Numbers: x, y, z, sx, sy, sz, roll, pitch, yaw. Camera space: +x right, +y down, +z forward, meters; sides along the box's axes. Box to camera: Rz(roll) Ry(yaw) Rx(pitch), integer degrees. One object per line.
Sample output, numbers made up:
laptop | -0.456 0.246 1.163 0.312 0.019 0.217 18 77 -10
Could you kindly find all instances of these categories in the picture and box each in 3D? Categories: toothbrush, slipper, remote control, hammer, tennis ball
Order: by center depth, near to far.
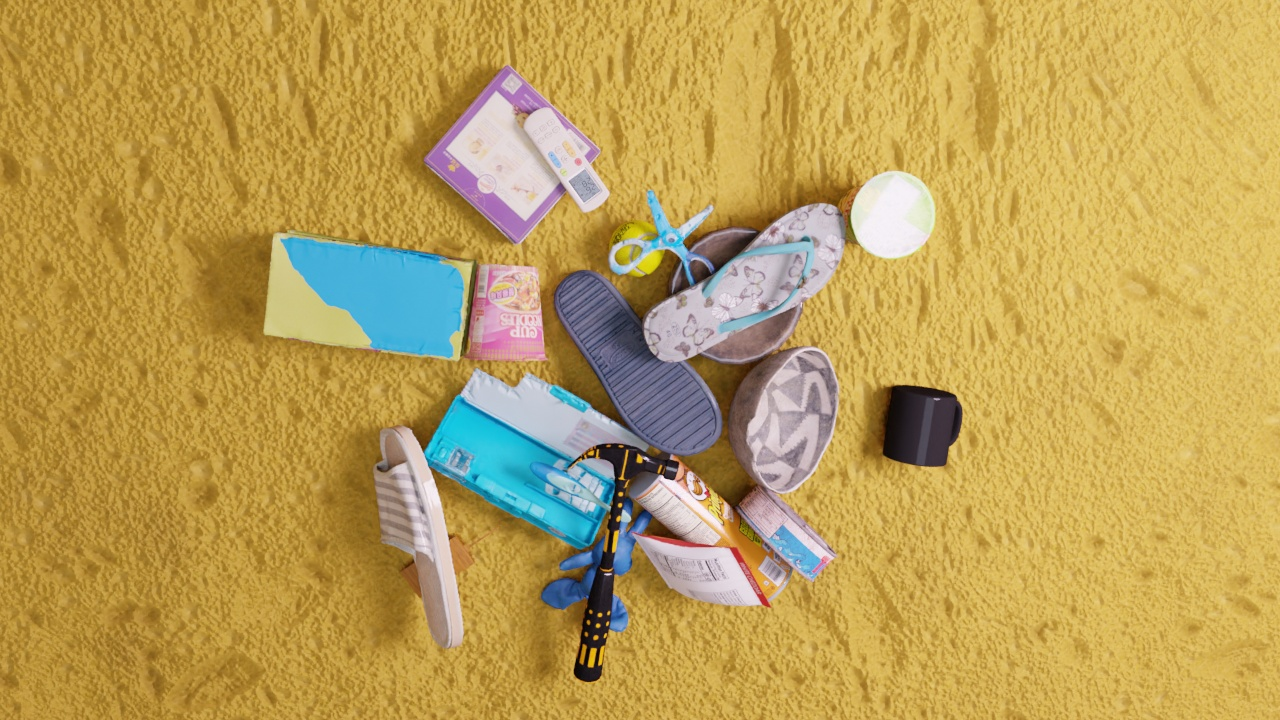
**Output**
slipper | 0.128 -0.079 1.031 0.268 0.054 0.098 -34 109 -3
remote control | -0.084 -0.226 1.034 0.038 0.018 0.125 -36 103 0
toothbrush | -0.070 0.153 1.070 0.135 0.017 0.022 30 94 -8
tennis ball | -0.004 -0.132 1.077 0.065 0.065 0.065 -1 100 -6
slipper | -0.264 0.211 1.078 0.053 0.115 0.272 -17 93 -38
hammer | -0.043 0.243 1.079 0.123 0.036 0.321 11 110 1
slipper | -0.007 0.006 1.101 0.101 0.082 0.263 -40 82 0

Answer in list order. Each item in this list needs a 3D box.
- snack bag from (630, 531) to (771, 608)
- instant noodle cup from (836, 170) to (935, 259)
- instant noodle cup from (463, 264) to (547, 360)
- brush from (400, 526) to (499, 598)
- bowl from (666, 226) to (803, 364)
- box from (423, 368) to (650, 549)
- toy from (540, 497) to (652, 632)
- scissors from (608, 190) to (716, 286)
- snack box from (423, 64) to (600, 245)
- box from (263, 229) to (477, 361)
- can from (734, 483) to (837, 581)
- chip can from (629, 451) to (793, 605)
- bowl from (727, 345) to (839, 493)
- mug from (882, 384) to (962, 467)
snack bag | 0.072 0.255 1.107 0.039 0.144 0.131 -62 138 -34
instant noodle cup | 0.278 -0.171 1.081 0.099 0.108 0.099 -1 100 -7
instant noodle cup | -0.155 -0.055 1.065 0.097 0.098 0.108 2 92 -7
brush | -0.233 0.243 1.141 0.126 0.017 0.048 -33 102 0
bowl | 0.109 -0.079 1.097 0.162 0.070 0.162 -1 100 -6
box | -0.125 0.105 1.101 0.227 0.086 0.169 31 93 -11
toy | -0.039 0.258 1.142 0.113 0.071 0.176 32 95 1
scissors | 0.034 -0.125 1.038 0.134 0.011 0.139 -38 101 -1
snack box | -0.146 -0.234 1.056 0.143 0.040 0.148 42 93 -11
box | -0.304 -0.074 1.050 0.221 0.083 0.124 6 98 -10
can | 0.178 0.208 1.123 0.130 0.130 0.044 43 92 -11
chip can | 0.089 0.209 1.142 0.215 0.075 0.075 42 93 -11
bowl | 0.160 0.064 1.108 0.178 0.081 0.178 -18 116 -42
mug | 0.363 0.080 1.157 0.113 0.078 0.088 0 101 -34
